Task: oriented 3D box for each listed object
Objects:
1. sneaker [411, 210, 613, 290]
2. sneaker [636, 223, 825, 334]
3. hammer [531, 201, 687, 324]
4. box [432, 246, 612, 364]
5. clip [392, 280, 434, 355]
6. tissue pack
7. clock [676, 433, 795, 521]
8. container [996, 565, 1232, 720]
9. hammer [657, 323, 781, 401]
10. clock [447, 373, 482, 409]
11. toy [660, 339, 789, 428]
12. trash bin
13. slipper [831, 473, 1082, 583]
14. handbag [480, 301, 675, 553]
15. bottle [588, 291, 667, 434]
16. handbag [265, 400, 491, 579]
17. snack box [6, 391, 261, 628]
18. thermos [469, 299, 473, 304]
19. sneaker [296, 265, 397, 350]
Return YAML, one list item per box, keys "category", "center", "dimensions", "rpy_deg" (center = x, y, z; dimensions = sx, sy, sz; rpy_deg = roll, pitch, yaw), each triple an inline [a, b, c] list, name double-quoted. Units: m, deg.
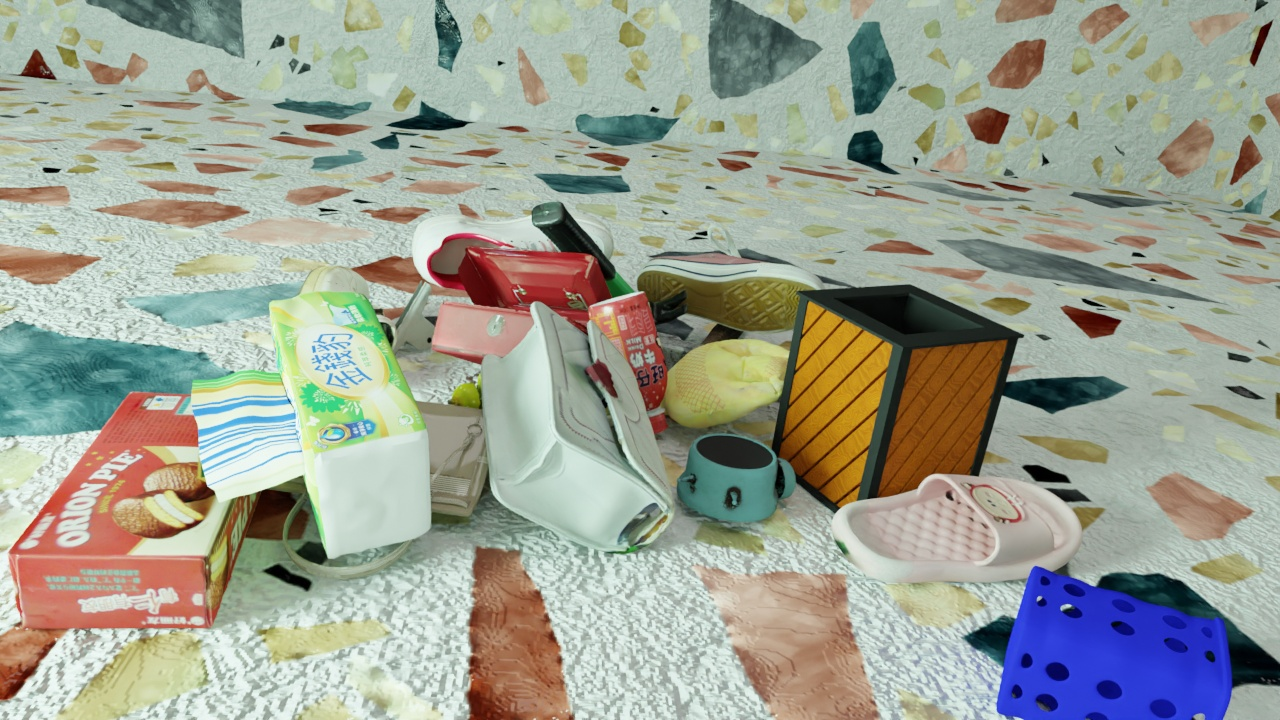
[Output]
- category: "sneaker"
  center: [-0.137, -0.117, 1.052]
  dimensions: [0.236, 0.090, 0.104]
  rpy_deg: [0, 26, -18]
- category: "sneaker"
  center: [0.117, -0.098, 1.140]
  dimensions: [0.241, 0.118, 0.087]
  rpy_deg: [10, 38, 23]
- category: "hammer"
  center: [-0.040, -0.096, 1.017]
  dimensions: [0.130, 0.032, 0.318]
  rpy_deg: [-4, -17, 18]
- category: "box"
  center: [-0.116, -0.028, 0.958]
  dimensions: [0.157, 0.137, 0.127]
  rpy_deg: [5, 62, 21]
- category: "clip"
  center: [-0.264, -0.037, 1.044]
  dimensions: [0.044, 0.101, 0.054]
  rpy_deg: [21, -18, 23]
- category: "tissue pack"
  center: [-0.248, 0.045, 0.674]
  dimensions: [0.141, 0.120, 0.197]
  rpy_deg: [-12, 34, -25]
- category: "clock"
  center: [0.086, 0.099, 0.807]
  dimensions: [0.090, 0.053, 0.124]
  rpy_deg: [19, 22, 28]
- category: "container"
  center: [0.298, 0.197, 0.586]
  dimensions: [0.114, 0.084, 0.084]
  rpy_deg: [15, 25, 23]
- category: "hammer"
  center: [0.145, -0.027, 1.161]
  dimensions: [0.218, 0.037, 0.299]
  rpy_deg: [14, 22, 16]
- category: "clock"
  center: [-0.128, 0.046, 0.868]
  dimensions: [0.083, 0.057, 0.118]
  rpy_deg: [20, 19, 25]
- category: "toy"
  center: [0.081, 0.024, 0.948]
  dimensions: [0.155, 0.064, 0.170]
  rpy_deg: [-12, 18, 19]
- category: "trash bin"
  center: [0.226, 0.037, 0.841]
  dimensions: [0.139, 0.172, 0.140]
  rpy_deg: [-5, 25, -28]
- category: "slipper"
  center: [0.260, 0.133, 0.754]
  dimensions: [0.221, 0.056, 0.106]
  rpy_deg: [-4, 36, -19]
- category: "handbag"
  center: [-0.048, 0.051, 0.757]
  dimensions: [0.142, 0.096, 0.198]
  rpy_deg: [31, 21, -29]
- category: "bottle"
  center: [-0.005, 0.005, 0.900]
  dimensions: [0.062, 0.137, 0.062]
  rpy_deg: [-15, 9, 2]
- category: "handbag"
  center: [-0.213, 0.103, 0.731]
  dimensions: [0.176, 0.062, 0.197]
  rpy_deg: [8, 30, 3]
- category: "snack box"
  center: [-0.346, 0.098, 0.669]
  dimensions: [0.113, 0.060, 0.236]
  rpy_deg: [3, 22, -13]
- category: "thermos"
  center: [-0.097, -0.039, 1.077]
  dimensions: [0.230, 0.068, 0.067]
  rpy_deg: [19, 25, 29]
- category: "sneaker"
  center: [-0.309, -0.041, 0.983]
  dimensions: [0.102, 0.089, 0.241]
  rpy_deg: [-3, 27, -1]
